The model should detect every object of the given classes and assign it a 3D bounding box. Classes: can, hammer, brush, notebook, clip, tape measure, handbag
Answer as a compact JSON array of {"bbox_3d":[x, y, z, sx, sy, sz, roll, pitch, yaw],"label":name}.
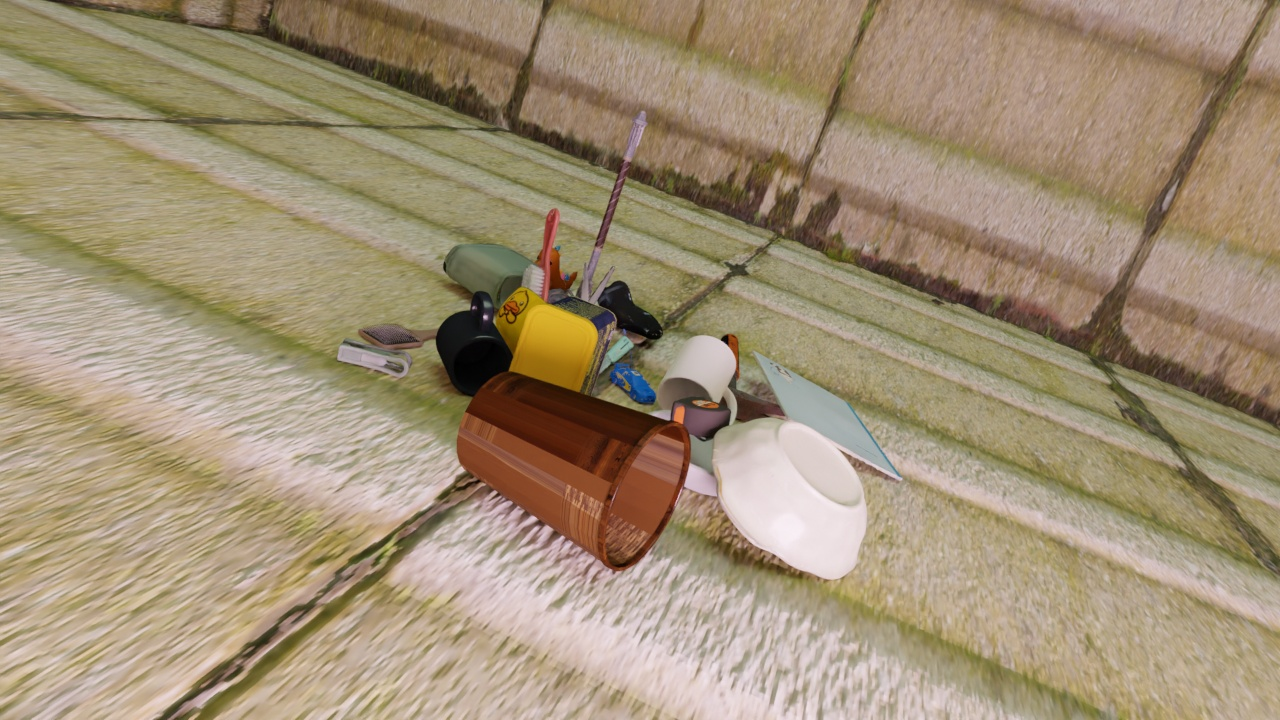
[{"bbox_3d":[-0.085,0.004,0.977,0.075,0.135,0.104,22,16,8],"label":"can"},{"bbox_3d":[0.142,0.018,1.337,0.138,0.035,0.313,21,17,-1],"label":"hammer"},{"bbox_3d":[-0.140,-0.128,1.258,0.030,0.172,0.041,12,-6,-34],"label":"brush"},{"bbox_3d":[0.252,0.070,1.277,0.181,0.009,0.253,29,16,-13],"label":"notebook"},{"bbox_3d":[-0.281,-0.003,0.974,0.076,0.023,0.042,15,20,-9],"label":"clip"},{"bbox_3d":[0.065,0.064,0.974,0.059,0.038,0.058,14,13,28],"label":"tape measure"},{"bbox_3d":[-0.049,-0.176,1.232,0.098,0.322,0.044,27,19,21],"label":"hammer"},{"bbox_3d":[-0.206,-0.118,1.315,0.122,0.067,0.106,32,21,32],"label":"handbag"},{"bbox_3d":[-0.267,-0.034,1.089,0.050,0.015,0.135,28,20,27],"label":"brush"}]

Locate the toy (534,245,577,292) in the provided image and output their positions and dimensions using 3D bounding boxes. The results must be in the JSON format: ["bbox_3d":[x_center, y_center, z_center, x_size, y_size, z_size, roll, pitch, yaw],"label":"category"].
[{"bbox_3d":[-0.128,-0.137,1.400,0.071,0.090,0.102,29,41,26],"label":"toy"}]

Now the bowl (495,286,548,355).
[{"bbox_3d":[-0.128,-0.022,1.082,0.117,0.067,0.117,43,-16,16],"label":"bowl"}]

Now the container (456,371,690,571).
[{"bbox_3d":[-0.062,0.085,0.792,0.167,0.132,0.132,22,17,26],"label":"container"}]

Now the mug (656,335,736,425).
[{"bbox_3d":[0.081,0.038,1.135,0.110,0.074,0.090,52,39,-16],"label":"mug"}]

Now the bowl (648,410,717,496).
[{"bbox_3d":[0.065,0.107,0.978,0.149,0.043,0.149,18,18,-6],"label":"bowl"}]

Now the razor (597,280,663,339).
[{"bbox_3d":[-0.013,-0.076,1.398,0.052,0.064,0.140,2,24,-41],"label":"razor"}]

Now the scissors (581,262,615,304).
[{"bbox_3d":[-0.067,-0.051,1.191,0.158,0.141,0.014,53,6,32],"label":"scissors"}]

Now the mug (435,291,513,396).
[{"bbox_3d":[-0.179,-0.024,1.005,0.071,0.105,0.077,5,23,-25],"label":"mug"}]

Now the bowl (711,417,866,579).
[{"bbox_3d":[0.162,0.121,0.913,0.188,0.060,0.218,52,29,20],"label":"bowl"}]

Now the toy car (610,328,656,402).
[{"bbox_3d":[-0.007,0.007,1.164,0.033,0.062,0.092,4,24,-40],"label":"toy car"}]

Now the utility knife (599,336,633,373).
[{"bbox_3d":[-0.038,-0.006,1.252,0.022,0.015,0.165,52,20,-3],"label":"utility knife"}]
